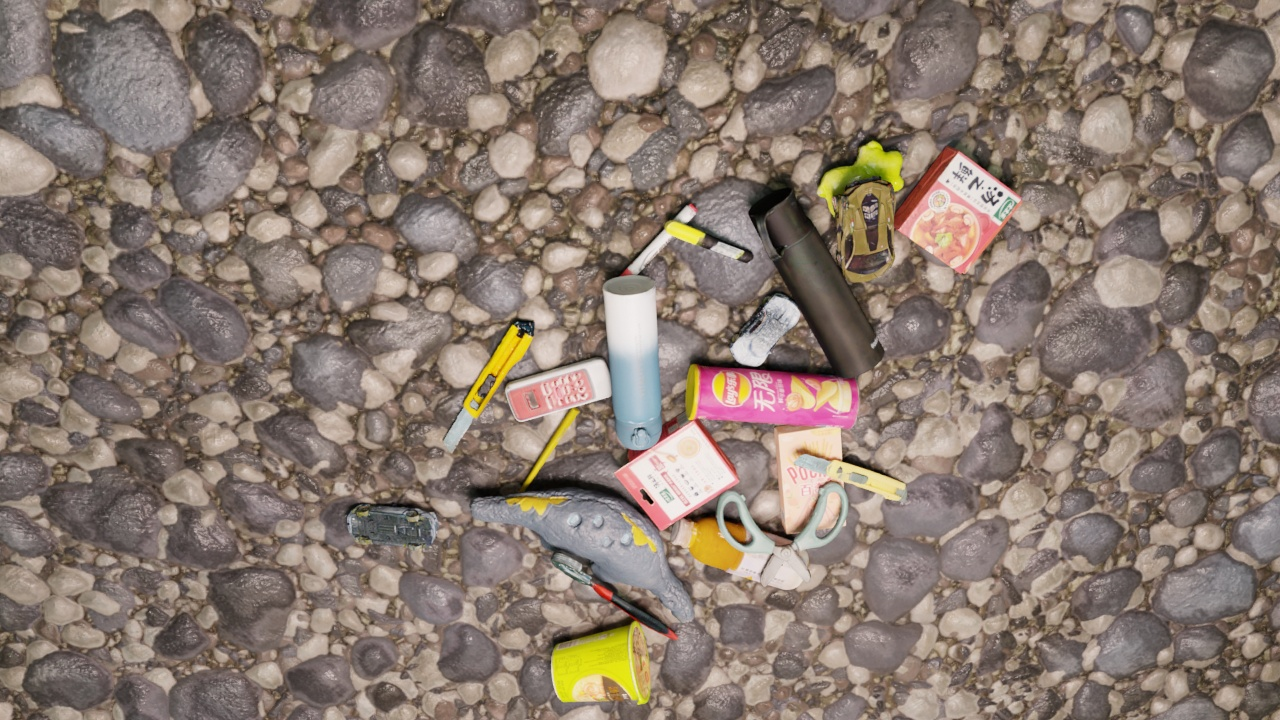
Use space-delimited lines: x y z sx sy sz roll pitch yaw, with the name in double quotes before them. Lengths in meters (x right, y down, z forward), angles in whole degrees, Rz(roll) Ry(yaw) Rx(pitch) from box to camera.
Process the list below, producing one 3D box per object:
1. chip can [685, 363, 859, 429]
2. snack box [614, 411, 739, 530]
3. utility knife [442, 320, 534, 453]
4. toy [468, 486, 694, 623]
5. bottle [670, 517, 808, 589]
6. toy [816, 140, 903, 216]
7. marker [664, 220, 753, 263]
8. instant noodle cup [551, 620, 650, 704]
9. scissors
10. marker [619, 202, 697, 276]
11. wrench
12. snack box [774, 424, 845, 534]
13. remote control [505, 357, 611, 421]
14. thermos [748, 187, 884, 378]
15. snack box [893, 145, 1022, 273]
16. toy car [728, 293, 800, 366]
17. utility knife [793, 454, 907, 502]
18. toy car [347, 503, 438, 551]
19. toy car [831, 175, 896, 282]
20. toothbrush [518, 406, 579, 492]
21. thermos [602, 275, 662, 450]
"chip can" 0.167 0.047 1.169 0.210 0.071 0.071 4 111 -5
"snack box" 0.047 0.145 1.216 0.127 0.044 0.113 -34 111 9
"utility knife" -0.196 0.035 1.173 0.033 0.015 0.216 31 107 -12
"toy" -0.049 0.243 1.224 0.356 0.091 0.138 33 119 -16
"bottle" 0.134 0.258 1.254 0.189 0.068 0.068 19 109 -11
"toy" 0.264 -0.211 1.094 0.096 0.031 0.100 20 109 -13
"marker" 0.084 -0.143 1.110 0.124 0.015 0.018 18 115 -23
"instant noodle cup" -0.058 0.435 1.300 0.123 0.111 0.112 -12 112 10
"scissors" 0.185 0.211 1.217 0.170 0.019 0.171 37 89 -10
"marker" 0.015 -0.135 1.117 0.017 0.017 0.145 41 104 -17
"wrench" -0.033 0.325 1.254 0.273 0.056 0.016 45 62 -37
"snack box" 0.230 0.158 1.242 0.084 0.026 0.157 -9 112 0
"remote control" -0.103 0.038 1.177 0.136 0.020 0.056 -15 111 3
"thermos" 0.208 -0.086 1.112 0.069 0.089 0.242 -16 117 42
"snack box" 0.388 -0.175 1.108 0.127 0.044 0.113 30 107 -15
"toy car" 0.156 -0.036 1.158 0.049 0.031 0.106 34 107 -15
"utility knife" 0.285 0.155 1.230 0.204 0.021 0.031 20 96 -22
"toy car" -0.332 0.221 1.230 0.121 0.036 0.054 3 113 6
"toy car" 0.270 -0.151 1.093 0.070 0.042 0.158 -15 136 3
"toothbrush" -0.131 0.140 1.220 0.016 0.015 0.190 27 108 -18
"thermos" -0.007 0.007 1.136 0.070 0.070 0.221 -5 116 -2
